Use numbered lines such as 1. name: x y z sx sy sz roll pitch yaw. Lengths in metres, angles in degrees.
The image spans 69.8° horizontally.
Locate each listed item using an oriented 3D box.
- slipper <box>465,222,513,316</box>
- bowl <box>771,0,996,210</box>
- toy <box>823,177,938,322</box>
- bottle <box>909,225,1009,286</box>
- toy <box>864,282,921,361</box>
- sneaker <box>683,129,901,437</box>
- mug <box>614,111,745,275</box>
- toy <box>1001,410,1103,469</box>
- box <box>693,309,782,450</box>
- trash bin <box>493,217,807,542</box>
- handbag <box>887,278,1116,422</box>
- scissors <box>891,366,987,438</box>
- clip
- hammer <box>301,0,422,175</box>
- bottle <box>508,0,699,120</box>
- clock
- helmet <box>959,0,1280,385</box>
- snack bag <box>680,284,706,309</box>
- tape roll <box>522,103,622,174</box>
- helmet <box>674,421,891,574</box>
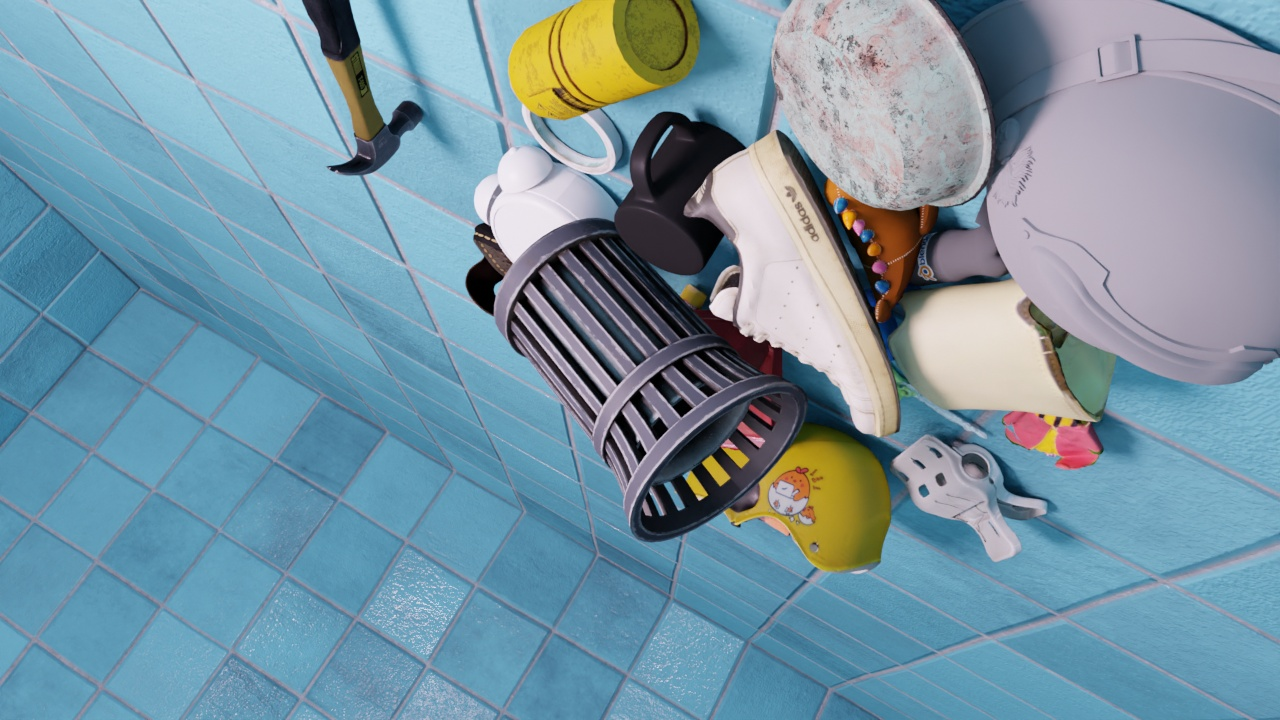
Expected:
1. slipper: -0.131 -0.073 1.043 0.113 0.075 0.268 23 168 15
2. bowl: 0.122 -0.142 0.504 0.157 0.038 0.157 53 172 11
3. toy: 0.150 -0.081 0.604 0.071 0.102 0.090 -8 152 40
4. bottle: 0.209 -0.071 0.635 0.036 0.036 0.110 41 158 -24
5. toy: 0.169 -0.032 0.747 0.176 0.071 0.113 26 164 -14
6. sneaker: 0.107 -0.035 0.651 0.102 0.088 0.241 -23 111 16
7. mug: 0.028 -0.131 0.683 0.078 0.087 0.113 18 156 34
8. toy: 0.331 0.051 0.741 0.084 0.046 0.103 28 160 54
9. box: 0.039 0.024 0.896 0.157 0.154 0.168 2 -175 32
10. trash bin: -0.004 0.004 0.739 0.227 0.164 0.164 49 170 30
11. handbag: 0.250 -0.012 0.630 0.111 0.081 0.119 32 161 -36
12. scissors: 0.246 0.026 0.852 0.171 0.022 0.174 34 155 0
13. clip: 0.327 0.132 0.921 0.143 0.072 0.125 36 164 10
14. hammer: -0.250 -0.276 0.747 0.025 0.117 0.334 25 154 12
15. bottle: -0.039 -0.207 0.631 0.071 0.071 0.164 44 157 -30
16. clock: -0.076 -0.132 0.875 0.161 0.072 0.126 42 150 -14
17. helmet: 0.255 -0.059 0.475 0.271 0.117 0.184 34 160 -1
18. snack bag: 0.047 -0.052 0.944 0.026 0.020 0.099 30 160 0
19. tape roll: -0.058 -0.194 0.773 0.093 0.013 0.093 29 160 11
20. helmet: 0.169 0.132 1.015 0.240 0.139 0.209 23 178 27
